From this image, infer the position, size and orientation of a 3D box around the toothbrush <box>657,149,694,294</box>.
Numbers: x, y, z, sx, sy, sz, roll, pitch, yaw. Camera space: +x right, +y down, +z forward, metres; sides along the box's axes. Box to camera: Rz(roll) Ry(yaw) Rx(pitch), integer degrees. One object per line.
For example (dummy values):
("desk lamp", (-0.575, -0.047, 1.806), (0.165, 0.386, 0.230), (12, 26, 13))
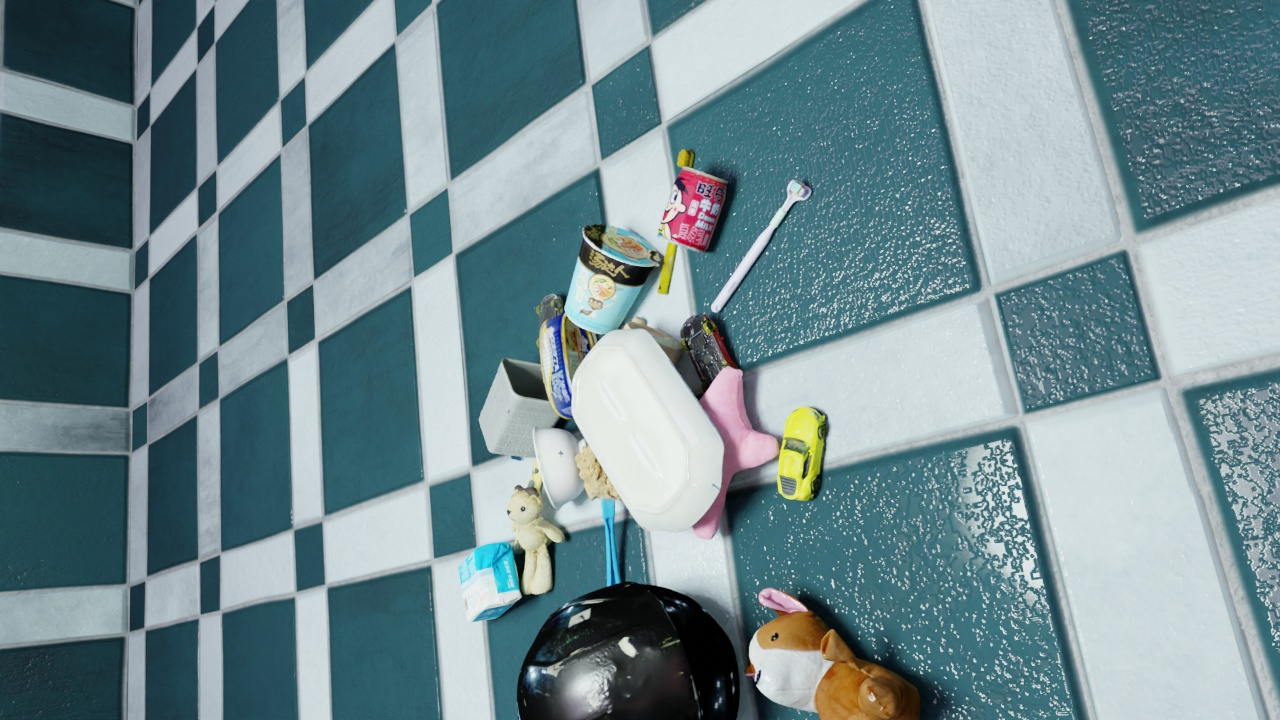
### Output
("toothbrush", (0.043, -0.180, 1.196), (0.016, 0.016, 0.190), (14, 94, 46))

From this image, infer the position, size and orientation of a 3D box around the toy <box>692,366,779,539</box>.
("toy", (0.071, 0.093, 1.089), (0.178, 0.074, 0.195), (43, 111, 31))

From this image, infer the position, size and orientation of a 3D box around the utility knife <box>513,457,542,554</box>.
("utility knife", (-0.157, 0.189, 1.349), (0.031, 0.021, 0.207), (18, 92, 45))

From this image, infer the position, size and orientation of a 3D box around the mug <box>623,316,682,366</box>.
("mug", (-0.007, 0.007, 1.186), (0.104, 0.084, 0.124), (-65, 21, 14))

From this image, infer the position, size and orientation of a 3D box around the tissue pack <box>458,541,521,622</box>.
("tissue pack", (-0.219, 0.324, 1.338), (0.140, 0.063, 0.090), (-49, 51, 55))

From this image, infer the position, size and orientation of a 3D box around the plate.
("plate", (-0.005, 0.079, 1.083), (0.162, 0.034, 0.265), (-49, 57, 26))

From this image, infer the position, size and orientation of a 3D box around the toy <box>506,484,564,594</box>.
("toy", (-0.156, 0.256, 1.300), (0.105, 0.066, 0.157), (4, 103, 48))

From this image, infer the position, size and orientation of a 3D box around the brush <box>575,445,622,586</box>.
("brush", (-0.038, 0.219, 1.197), (0.046, 0.083, 0.254), (164, 102, -88))

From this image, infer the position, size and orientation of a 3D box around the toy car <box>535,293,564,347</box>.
("toy car", (-0.127, -0.051, 1.334), (0.042, 0.035, 0.090), (-16, 73, 41))

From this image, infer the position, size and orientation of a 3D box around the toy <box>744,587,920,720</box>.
("toy", (0.178, 0.327, 0.928), (0.199, 0.130, 0.140), (37, 116, 51))

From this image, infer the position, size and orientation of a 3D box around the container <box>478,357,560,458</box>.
("container", (-0.172, 0.072, 1.315), (0.114, 0.090, 0.090), (-61, 35, 27))

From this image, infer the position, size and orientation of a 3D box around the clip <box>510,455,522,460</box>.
("clip", (-0.187, 0.123, 1.379), (0.033, 0.025, 0.057), (-36, 54, 31))

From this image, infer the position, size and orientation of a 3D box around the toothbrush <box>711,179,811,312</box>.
("toothbrush", (0.139, -0.131, 1.094), (0.190, 0.029, 0.021), (-56, 10, 26))

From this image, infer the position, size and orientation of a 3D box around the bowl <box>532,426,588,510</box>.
("bowl", (-0.099, 0.139, 1.250), (0.065, 0.118, 0.118), (-16, 68, 1))

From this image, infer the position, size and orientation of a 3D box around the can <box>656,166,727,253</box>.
("can", (0.065, -0.187, 1.140), (0.066, 0.066, 0.094), (29, 105, 43))

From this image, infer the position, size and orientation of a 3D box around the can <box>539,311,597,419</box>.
("can", (-0.095, 0.004, 1.268), (0.049, 0.074, 0.148), (-23, 69, 38))

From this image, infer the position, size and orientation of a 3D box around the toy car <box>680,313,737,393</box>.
("toy car", (0.085, -0.007, 1.118), (0.049, 0.031, 0.106), (-38, 70, 35))

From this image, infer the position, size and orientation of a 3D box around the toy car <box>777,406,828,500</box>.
("toy car", (0.175, 0.102, 1.016), (0.048, 0.032, 0.105), (8, 88, 45))

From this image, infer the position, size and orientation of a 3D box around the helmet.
("helmet", (-0.024, 0.372, 1.039), (0.274, 0.230, 0.233), (-24, 61, -2))

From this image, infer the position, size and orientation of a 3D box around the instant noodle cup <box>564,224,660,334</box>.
("instant noodle cup", (-0.045, -0.103, 1.219), (0.111, 0.111, 0.121), (46, 124, 38))
